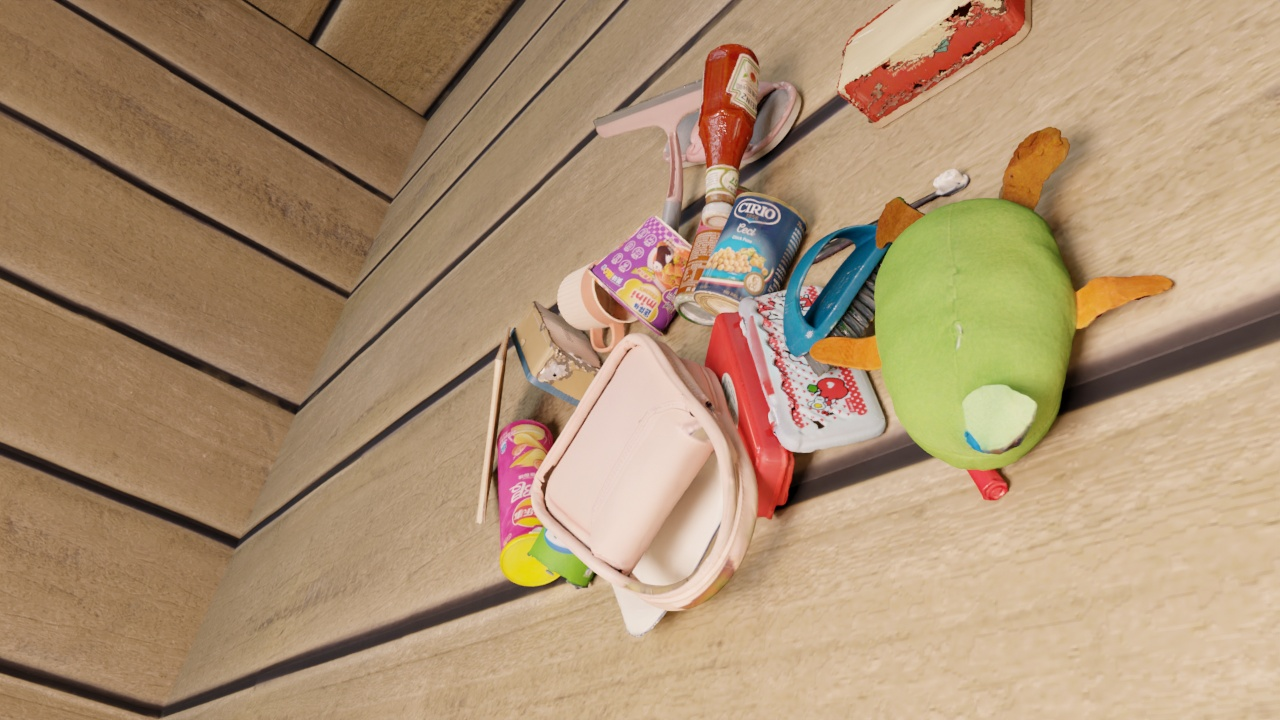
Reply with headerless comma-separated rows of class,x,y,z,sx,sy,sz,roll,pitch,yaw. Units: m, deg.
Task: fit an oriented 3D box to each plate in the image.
plate,0.030,0.145,0.796,0.164,0.034,0.164,-58,22,11

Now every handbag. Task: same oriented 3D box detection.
handbag,0.015,0.102,0.746,0.193,0.093,0.234,-60,30,9

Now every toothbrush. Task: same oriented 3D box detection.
toothbrush,0.204,-0.120,0.797,0.182,0.018,0.015,-28,42,49

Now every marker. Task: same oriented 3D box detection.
marker,0.207,0.041,0.619,0.017,0.017,0.145,-49,27,21

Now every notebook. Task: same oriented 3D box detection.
notebook,-0.183,0.077,1.156,0.149,0.012,0.212,-103,21,-72

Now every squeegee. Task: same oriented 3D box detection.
squeegee,0.035,-0.196,1.099,0.248,0.040,0.249,-5,81,44

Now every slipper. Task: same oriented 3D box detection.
slipper,0.097,-0.290,1.124,0.114,0.054,0.275,-62,26,-6

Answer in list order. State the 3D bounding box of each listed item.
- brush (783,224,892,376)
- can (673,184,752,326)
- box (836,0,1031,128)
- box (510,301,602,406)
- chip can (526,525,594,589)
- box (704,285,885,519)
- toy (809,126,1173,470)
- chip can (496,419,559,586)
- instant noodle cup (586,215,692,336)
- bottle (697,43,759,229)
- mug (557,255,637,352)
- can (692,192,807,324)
brush,0.155,-0.058,0.717,0.143,0.073,0.055,-50,9,-28
can,0.081,-0.110,0.959,0.058,0.058,0.147,-18,47,54
box,0.254,-0.293,0.822,0.169,0.076,0.091,-28,39,48
box,-0.107,-0.013,1.162,0.061,0.089,0.184,-56,23,9
chip can,-0.026,0.106,0.907,0.236,0.072,0.072,-61,26,-2
box,0.123,0.026,0.763,0.201,0.098,0.119,-99,15,-52
toy,0.215,-0.034,0.598,0.228,0.090,0.246,-16,48,35
chip can,-0.126,0.154,1.035,0.071,0.071,0.210,-50,27,19
instant noodle cup,0.014,-0.099,1.018,0.099,0.111,0.111,-48,27,7
bottle,0.089,-0.233,0.955,0.060,0.059,0.205,-23,55,51
mug,-0.045,-0.066,1.128,0.106,0.081,0.114,-10,83,60
can,0.104,-0.093,0.879,0.075,0.075,0.111,4,66,62
